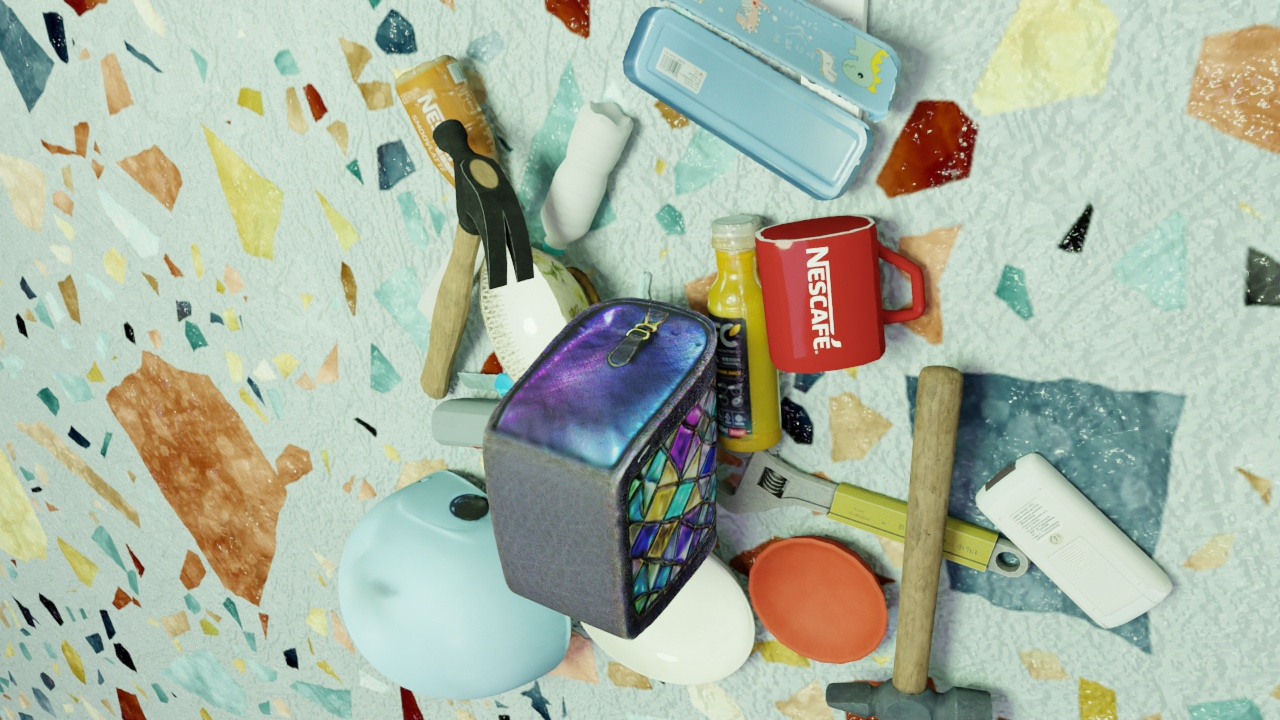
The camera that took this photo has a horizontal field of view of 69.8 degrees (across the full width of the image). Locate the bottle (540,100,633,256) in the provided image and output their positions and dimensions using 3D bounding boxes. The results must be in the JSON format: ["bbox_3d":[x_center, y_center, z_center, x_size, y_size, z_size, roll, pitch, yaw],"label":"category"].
[{"bbox_3d":[-0.050,-0.147,0.763,0.044,0.044,0.136,36,124,13],"label":"bottle"}]

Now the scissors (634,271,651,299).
[{"bbox_3d":[-0.003,0.004,0.815,0.065,0.033,0.174,8,115,9],"label":"scissors"}]

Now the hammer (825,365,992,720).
[{"bbox_3d":[0.214,0.154,0.701,0.129,0.040,0.322,4,113,13],"label":"hammer"}]

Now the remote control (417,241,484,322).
[{"bbox_3d":[-0.176,-0.084,0.884,0.033,0.012,0.131,45,126,4],"label":"remote control"}]

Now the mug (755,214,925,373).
[{"bbox_3d":[0.147,-0.053,0.668,0.116,0.080,0.097,-9,108,3],"label":"mug"}]

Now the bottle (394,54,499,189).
[{"bbox_3d":[-0.152,-0.178,0.803,0.059,0.059,0.167,-13,112,34],"label":"bottle"}]

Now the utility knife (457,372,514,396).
[{"bbox_3d":[-0.096,0.024,0.880,0.198,0.015,0.031,4,108,26],"label":"utility knife"}]

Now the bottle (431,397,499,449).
[{"bbox_3d":[-0.117,0.064,0.874,0.161,0.072,0.046,3,94,30],"label":"bottle"}]

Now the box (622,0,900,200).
[{"bbox_3d":[0.081,-0.211,0.651,0.209,0.039,0.127,37,137,20],"label":"box"}]

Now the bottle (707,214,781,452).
[{"bbox_3d":[0.082,-0.021,0.731,0.053,0.053,0.186,6,113,29],"label":"bottle"}]

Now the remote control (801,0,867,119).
[{"bbox_3d":[0.135,-0.220,0.640,0.043,0.013,0.137,9,115,28],"label":"remote control"}]

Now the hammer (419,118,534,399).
[{"bbox_3d":[-0.164,-0.055,0.825,0.132,0.040,0.306,57,146,22],"label":"hammer"}]

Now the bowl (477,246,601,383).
[{"bbox_3d":[-0.077,-0.039,0.800,0.145,0.063,0.145,31,131,42],"label":"bowl"}]

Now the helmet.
[{"bbox_3d":[-0.201,0.246,0.939,0.266,0.166,0.226,17,118,31],"label":"helmet"}]

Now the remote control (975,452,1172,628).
[{"bbox_3d":[0.315,0.133,0.673,0.138,0.025,0.060,46,126,9],"label":"remote control"}]

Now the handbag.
[{"bbox_3d":[-0.009,0.075,0.722,0.126,0.221,0.205,15,128,25],"label":"handbag"}]

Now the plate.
[{"bbox_3d":[0.023,0.228,0.871,0.182,0.034,0.183,10,120,18],"label":"plate"}]

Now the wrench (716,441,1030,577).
[{"bbox_3d":[0.177,0.124,0.756,0.274,0.018,0.084,17,118,24],"label":"wrench"}]

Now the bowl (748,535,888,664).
[{"bbox_3d":[0.156,0.199,0.790,0.122,0.035,0.122,12,116,26],"label":"bowl"}]
